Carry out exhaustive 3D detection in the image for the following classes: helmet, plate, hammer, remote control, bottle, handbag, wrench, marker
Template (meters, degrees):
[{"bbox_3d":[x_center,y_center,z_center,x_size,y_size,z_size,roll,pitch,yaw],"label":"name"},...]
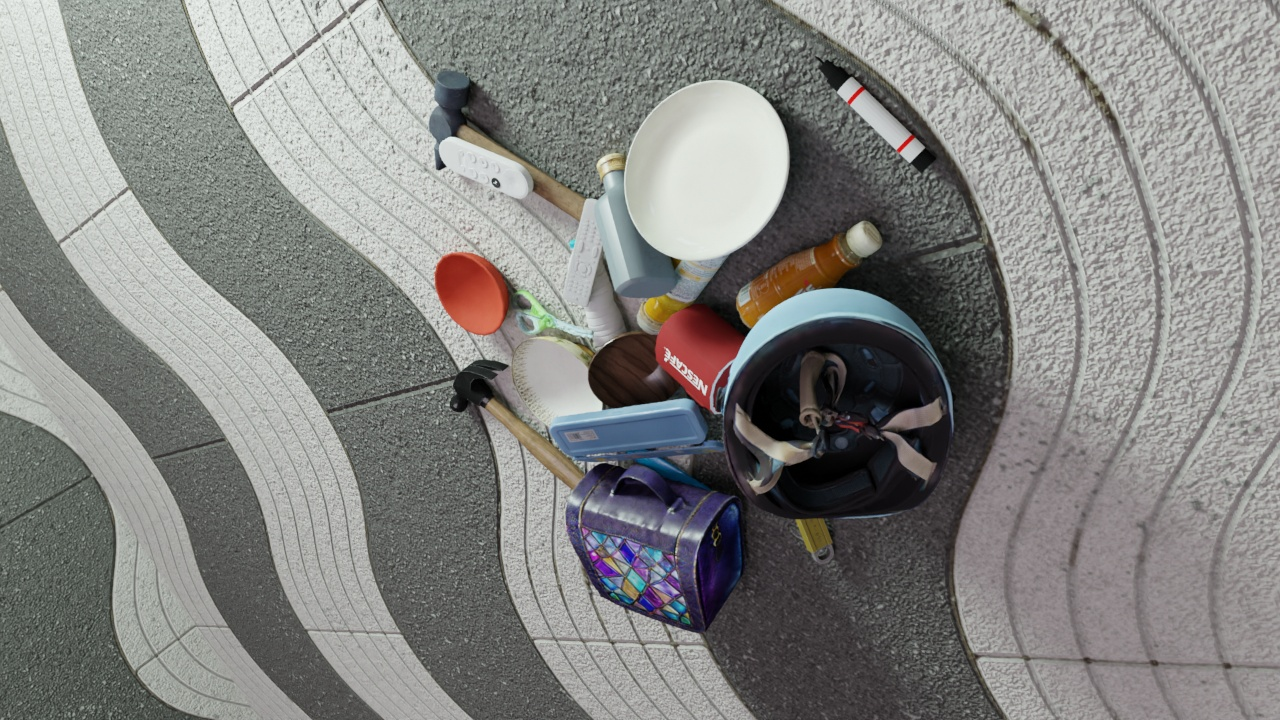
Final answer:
[{"bbox_3d":[0.188,0.032,0.917,0.225,0.166,0.266,-2,132,6],"label":"helmet"},{"bbox_3d":[0.070,-0.189,0.931,0.183,0.034,0.182,-2,85,30],"label":"plate"},{"bbox_3d":[-0.148,0.120,1.331,0.305,0.040,0.133,41,137,7],"label":"hammer"},{"bbox_3d":[-0.124,-0.214,1.099,0.322,0.040,0.130,34,136,13],"label":"hammer"},{"bbox_3d":[-0.062,-0.125,1.070,0.033,0.012,0.131,22,120,9],"label":"remote control"},{"bbox_3d":[-0.012,-0.149,1.004,0.046,0.072,0.161,-34,65,46],"label":"bottle"},{"bbox_3d":[0.052,-0.099,1.027,0.053,0.053,0.187,42,134,6],"label":"bottle"},{"bbox_3d":[-0.056,-0.084,1.123,0.044,0.044,0.136,-3,115,38],"label":"bottle"},{"bbox_3d":[0.023,0.227,1.197,0.205,0.125,0.222,10,131,34],"label":"handbag"},{"bbox_3d":[0.173,-0.087,0.943,0.168,0.059,0.059,-35,94,41],"label":"bottle"},{"bbox_3d":[0.175,0.141,1.075,0.273,0.083,0.018,66,171,-28],"label":"wrench"},{"bbox_3d":[-0.186,-0.231,1.098,0.136,0.013,0.043,26,138,21],"label":"remote control"},{"bbox_3d":[0.214,-0.230,0.848,0.145,0.019,0.019,45,134,3],"label":"marker"}]

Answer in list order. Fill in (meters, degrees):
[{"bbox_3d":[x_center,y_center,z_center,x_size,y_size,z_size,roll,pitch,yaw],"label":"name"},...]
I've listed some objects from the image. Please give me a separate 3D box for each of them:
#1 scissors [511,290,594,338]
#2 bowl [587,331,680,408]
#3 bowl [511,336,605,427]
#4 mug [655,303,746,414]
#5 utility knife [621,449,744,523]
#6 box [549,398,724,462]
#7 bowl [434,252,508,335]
[{"bbox_3d":[-0.114,-0.050,1.179,0.174,0.033,0.065,17,120,43],"label":"scissors"},{"bbox_3d":[-0.007,0.006,1.129,0.119,0.032,0.119,-4,127,-6],"label":"bowl"},{"bbox_3d":[-0.094,0.022,1.206,0.145,0.063,0.145,19,127,26],"label":"bowl"},{"bbox_3d":[0.077,0.009,1.044,0.096,0.080,0.117,43,148,34],"label":"mug"},{"bbox_3d":[0.055,0.159,1.218,0.198,0.015,0.031,32,135,16],"label":"utility knife"},{"bbox_3d":[-0.003,0.102,1.150,0.210,0.039,0.126,-8,144,28],"label":"box"},{"bbox_3d":[-0.222,-0.096,1.244,0.122,0.035,0.122,19,127,26],"label":"bowl"}]
